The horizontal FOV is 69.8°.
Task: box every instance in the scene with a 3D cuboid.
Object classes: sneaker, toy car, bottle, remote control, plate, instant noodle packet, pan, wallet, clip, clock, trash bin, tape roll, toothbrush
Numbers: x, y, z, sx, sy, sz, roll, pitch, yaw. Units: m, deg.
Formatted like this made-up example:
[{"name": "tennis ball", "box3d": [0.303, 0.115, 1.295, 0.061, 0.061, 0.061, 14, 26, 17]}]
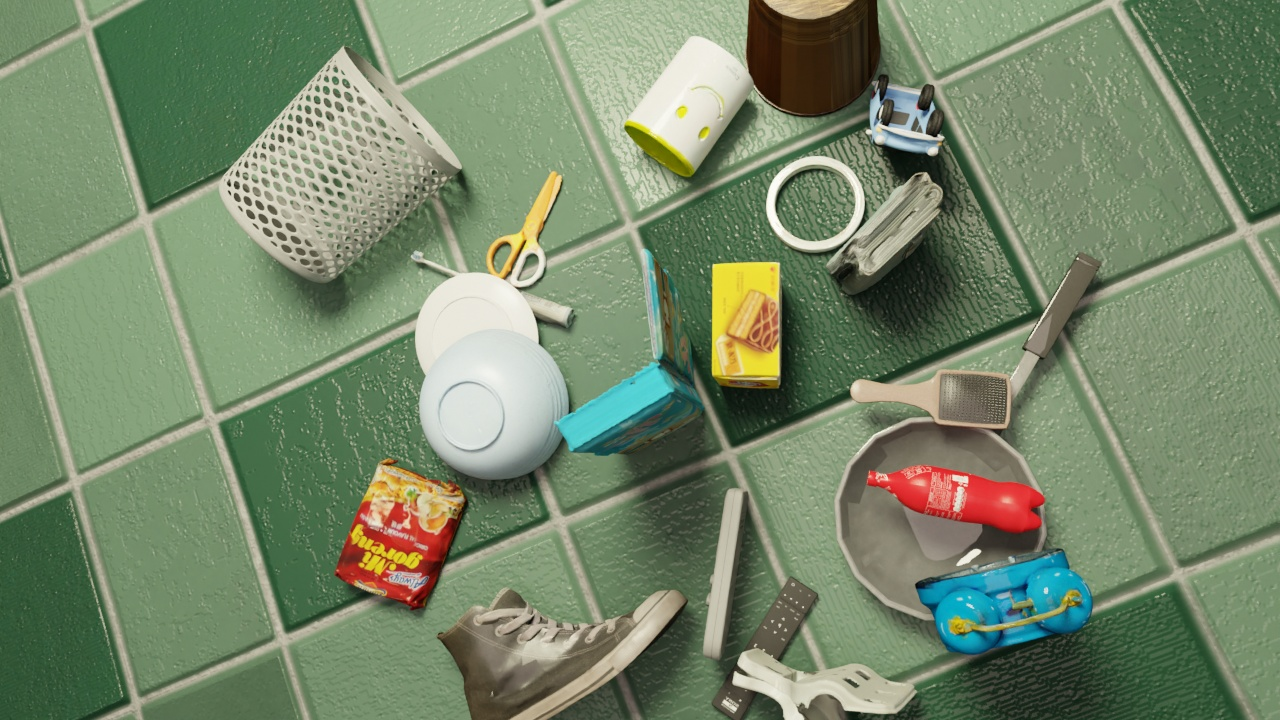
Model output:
[{"name": "sneaker", "box3d": [-0.074, 0.251, 0.849, 0.235, 0.095, 0.120, -32, 78, 13]}, {"name": "toy car", "box3d": [0.234, -0.215, 0.825, 0.056, 0.153, 0.055, 13, 123, 3]}, {"name": "bottle", "box3d": [0.264, 0.114, 0.777, 0.142, 0.042, 0.042, 11, 85, 12]}, {"name": "remote control", "box3d": [0.115, 0.267, 0.848, 0.030, 0.009, 0.140, 32, 90, 13]}, {"name": "plate", "box3d": [-0.168, -0.021, 0.924, 0.135, 0.011, 0.134, 1, 94, 15]}, {"name": "remote control", "box3d": [0.076, 0.191, 0.832, 0.019, 0.074, 0.151, 8, 85, 12]}, {"name": "instant noodle packet", "box3d": [-0.238, 0.172, 0.915, 0.098, 0.039, 0.135, 21, 87, 6]}, {"name": "pan", "box3d": [0.309, 0.063, 0.819, 0.178, 0.041, 0.357, 31, 90, 13]}, {"name": "wallet", "box3d": [0.216, -0.109, 0.813, 0.054, 0.131, 0.100, 41, 93, 9]}, {"name": "clip", "box3d": [0.151, 0.299, 0.782, 0.152, 0.126, 0.104, -6, 75, 23]}, {"name": "clock", "box3d": [0.278, 0.186, 0.707, 0.117, 0.161, 0.060, -16, 77, 11]}, {"name": "trash bin", "box3d": [-0.299, -0.187, 0.912, 0.183, 0.156, 0.156, -41, 78, 6]}, {"name": "tape roll", "box3d": [0.169, -0.151, 0.887, 0.093, 0.013, 0.093, -1, 84, 11]}, {"name": "toothbrush", "box3d": [-0.154, -0.074, 0.936, 0.186, 0.024, 0.022, 22, 44, 13]}]

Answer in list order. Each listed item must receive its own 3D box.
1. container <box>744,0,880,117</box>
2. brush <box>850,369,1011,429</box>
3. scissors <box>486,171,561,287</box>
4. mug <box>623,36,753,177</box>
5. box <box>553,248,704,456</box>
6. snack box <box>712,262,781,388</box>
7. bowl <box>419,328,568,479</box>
[{"name": "container", "box3d": [0.155, -0.316, 0.830, 0.132, 0.167, 0.132, -1, 83, 11]}, {"name": "brush", "box3d": [0.254, 0.030, 0.804, 0.136, 0.015, 0.049, 4, 79, 12]}, {"name": "scissors", "box3d": [-0.108, -0.135, 0.938, 0.065, 0.013, 0.128, 29, 90, 12]}, {"name": "mug", "box3d": [0.047, -0.244, 0.886, 0.082, 0.082, 0.106, 37, 90, 13]}, {"name": "box", "box3d": [0.014, 0.014, 0.787, 0.084, 0.227, 0.171, 27, 89, 12]}, {"name": "snack box", "box3d": [0.100, -0.030, 0.850, 0.061, 0.083, 0.105, 0, 82, 10]}, {"name": "bowl", "box3d": [-0.150, 0.047, 0.879, 0.151, 0.074, 0.150, 1, 96, 12]}]
